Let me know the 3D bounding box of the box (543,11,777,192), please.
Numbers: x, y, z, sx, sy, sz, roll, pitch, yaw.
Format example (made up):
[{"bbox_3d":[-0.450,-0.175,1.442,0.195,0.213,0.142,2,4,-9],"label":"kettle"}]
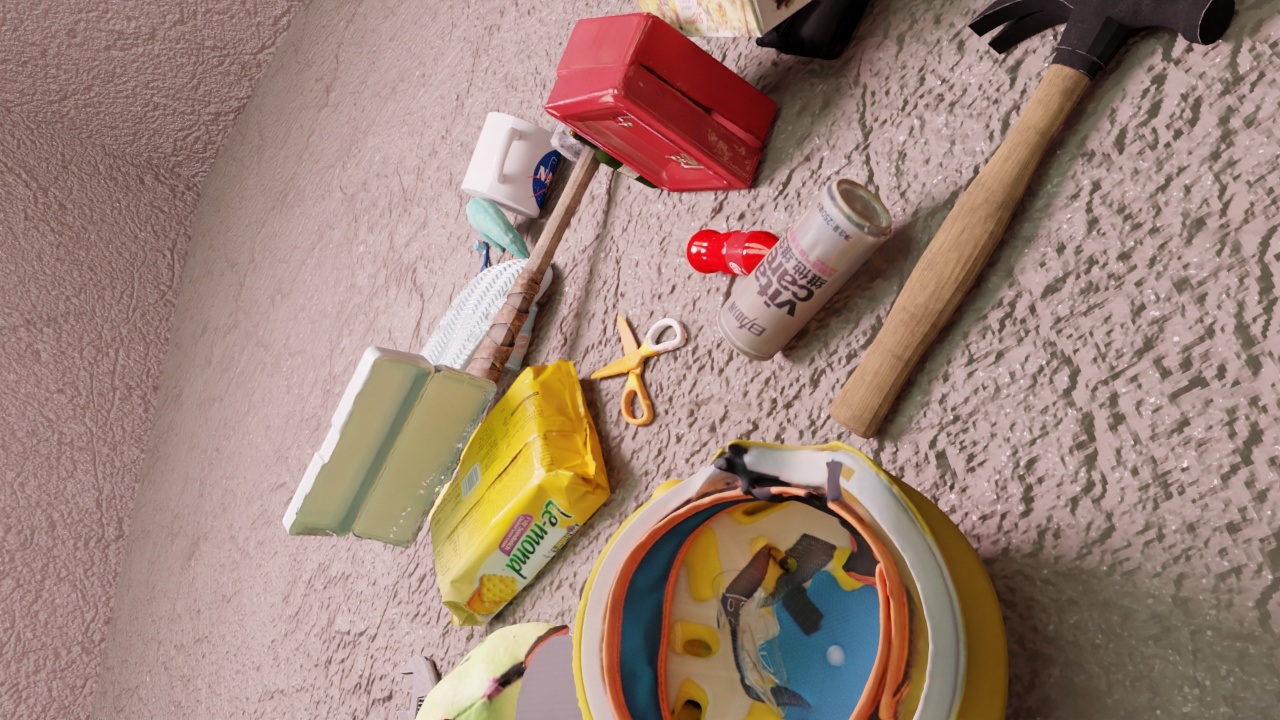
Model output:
[{"bbox_3d":[0.018,-0.213,0.764,0.129,0.157,0.092,21,85,54],"label":"box"}]

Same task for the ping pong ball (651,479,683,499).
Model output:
[{"bbox_3d":[0.028,0.109,0.690,0.040,0.040,0.040,-28,52,43],"label":"ping pong ball"}]

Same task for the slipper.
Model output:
[{"bbox_3d":[-0.176,-0.007,0.985,0.104,0.074,0.245,21,74,47],"label":"slipper"}]

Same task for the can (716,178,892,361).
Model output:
[{"bbox_3d":[0.111,-0.060,0.634,0.136,0.054,0.054,-50,39,38],"label":"can"}]

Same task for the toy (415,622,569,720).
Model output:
[{"bbox_3d":[-0.102,0.263,0.695,0.150,0.107,0.197,-36,-5,-11],"label":"toy"}]

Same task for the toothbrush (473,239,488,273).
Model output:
[{"bbox_3d":[-0.186,-0.102,1.102,0.022,0.017,0.135,-49,40,31],"label":"toothbrush"}]

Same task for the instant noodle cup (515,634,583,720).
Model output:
[{"bbox_3d":[-0.006,0.235,0.602,0.124,0.121,0.123,-28,52,43],"label":"instant noodle cup"}]

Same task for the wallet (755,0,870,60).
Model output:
[{"bbox_3d":[0.151,-0.295,0.735,0.089,0.026,0.115,40,104,53],"label":"wallet"}]

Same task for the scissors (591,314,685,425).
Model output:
[{"bbox_3d":[-0.001,-0.002,0.809,0.128,0.011,0.125,-46,43,28],"label":"scissors"}]

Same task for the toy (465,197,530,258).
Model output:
[{"bbox_3d":[-0.165,-0.151,1.049,0.033,0.085,0.105,-43,31,-12],"label":"toy"}]

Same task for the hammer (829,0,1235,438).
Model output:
[{"bbox_3d":[0.203,-0.090,0.560,0.306,0.040,0.132,-61,39,13],"label":"hammer"}]

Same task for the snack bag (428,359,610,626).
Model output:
[{"bbox_3d":[-0.124,0.120,0.864,0.248,0.068,0.159,-49,38,27],"label":"snack bag"}]

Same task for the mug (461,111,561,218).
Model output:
[{"bbox_3d":[-0.145,-0.221,1.025,0.121,0.091,0.090,29,-99,-88],"label":"mug"}]

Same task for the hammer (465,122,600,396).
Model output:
[{"bbox_3d":[-0.094,-0.111,0.914,0.122,0.049,0.318,11,72,50],"label":"hammer"}]

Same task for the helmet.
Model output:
[{"bbox_3d":[0.089,0.158,0.495,0.241,0.139,0.208,-14,62,48],"label":"helmet"}]

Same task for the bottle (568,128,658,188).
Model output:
[{"bbox_3d":[-0.021,-0.189,0.846,0.025,0.106,0.025,-28,52,43],"label":"bottle"}]

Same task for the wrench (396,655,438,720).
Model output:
[{"bbox_3d":[-0.168,0.337,0.859,0.274,0.018,0.083,-7,68,52],"label":"wrench"}]

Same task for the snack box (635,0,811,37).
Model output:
[{"bbox_3d":[0.090,-0.300,0.698,0.143,0.040,0.148,-39,34,-16],"label":"snack box"}]

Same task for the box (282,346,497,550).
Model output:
[{"bbox_3d":[-0.232,0.085,0.849,0.041,0.134,0.197,45,111,42],"label":"box"}]

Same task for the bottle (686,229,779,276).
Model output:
[{"bbox_3d":[0.084,-0.083,0.713,0.119,0.036,0.036,12,83,54],"label":"bottle"}]
